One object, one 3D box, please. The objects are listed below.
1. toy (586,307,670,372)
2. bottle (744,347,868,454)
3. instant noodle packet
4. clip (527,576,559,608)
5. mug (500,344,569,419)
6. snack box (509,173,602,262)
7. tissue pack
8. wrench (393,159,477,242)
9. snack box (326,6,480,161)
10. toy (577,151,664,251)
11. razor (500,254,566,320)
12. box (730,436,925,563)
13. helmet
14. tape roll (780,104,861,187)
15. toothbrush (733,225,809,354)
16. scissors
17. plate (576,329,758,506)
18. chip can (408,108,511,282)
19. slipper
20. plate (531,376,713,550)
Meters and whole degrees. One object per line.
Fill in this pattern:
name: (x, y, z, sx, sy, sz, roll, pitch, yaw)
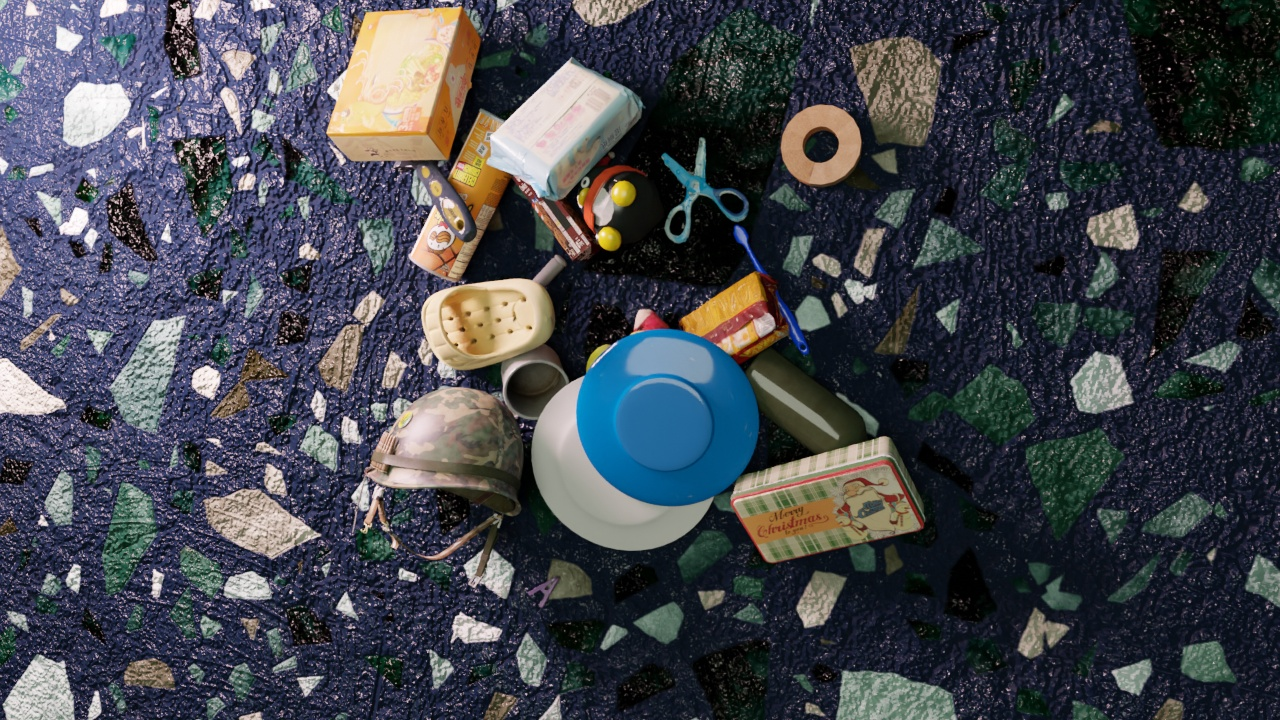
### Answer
toy: (-0.007, 0.007, 1.168, 0.105, 0.067, 0.138, 43, 111, 5)
bottle: (0.214, 0.071, 1.102, 0.207, 0.071, 0.071, 38, 102, 10)
instant noodle packet: (0.115, -0.041, 1.115, 0.136, 0.039, 0.098, -33, 52, 24)
clip: (-0.134, 0.311, 1.247, 0.046, 0.014, 0.050, 18, 101, 17)
mug: (-0.126, 0.031, 1.189, 0.113, 0.070, 0.084, 28, 105, -23)
snack box: (-0.108, -0.193, 1.185, 0.032, 0.051, 0.141, -38, 83, 14)
tissue pack: (-0.095, -0.281, 1.130, 0.112, 0.070, 0.181, 37, 78, 24)
wrench: (-0.265, -0.232, 1.178, 0.073, 0.022, 0.273, -47, 50, 12)
snack box: (-0.298, -0.352, 1.188, 0.145, 0.080, 0.195, 3, 69, 17)
toy: (-0.033, -0.201, 1.144, 0.119, 0.099, 0.098, 39, 124, 33)
razor: (-0.143, -0.093, 1.210, 0.116, 0.047, 0.088, -45, 81, 6)
box: (0.219, 0.169, 1.081, 0.206, 0.050, 0.118, -18, 114, 27)
helmet: (-0.250, 0.154, 1.173, 0.225, 0.192, 0.235, -17, 61, 41)
tape roll: (0.217, -0.257, 1.102, 0.094, 0.027, 0.094, 1, 94, 16)
toothbrush: (0.162, -0.088, 1.137, 0.016, 0.018, 0.182, -29, 88, 15)
scissors: (0.081, -0.211, 1.153, 0.134, 0.012, 0.134, 9, 95, 15)
plate: (0.029, 0.074, 1.105, 0.224, 0.024, 0.224, 3, 104, 10)
chip can: (-0.223, -0.215, 1.204, 0.075, 0.075, 0.215, 31, 101, 12)
slipper: (-0.214, -0.042, 1.163, 0.262, 0.079, 0.111, -8, 98, 43)
plate: (-0.023, 0.130, 1.153, 0.243, 0.016, 0.243, 3, 105, 11)
